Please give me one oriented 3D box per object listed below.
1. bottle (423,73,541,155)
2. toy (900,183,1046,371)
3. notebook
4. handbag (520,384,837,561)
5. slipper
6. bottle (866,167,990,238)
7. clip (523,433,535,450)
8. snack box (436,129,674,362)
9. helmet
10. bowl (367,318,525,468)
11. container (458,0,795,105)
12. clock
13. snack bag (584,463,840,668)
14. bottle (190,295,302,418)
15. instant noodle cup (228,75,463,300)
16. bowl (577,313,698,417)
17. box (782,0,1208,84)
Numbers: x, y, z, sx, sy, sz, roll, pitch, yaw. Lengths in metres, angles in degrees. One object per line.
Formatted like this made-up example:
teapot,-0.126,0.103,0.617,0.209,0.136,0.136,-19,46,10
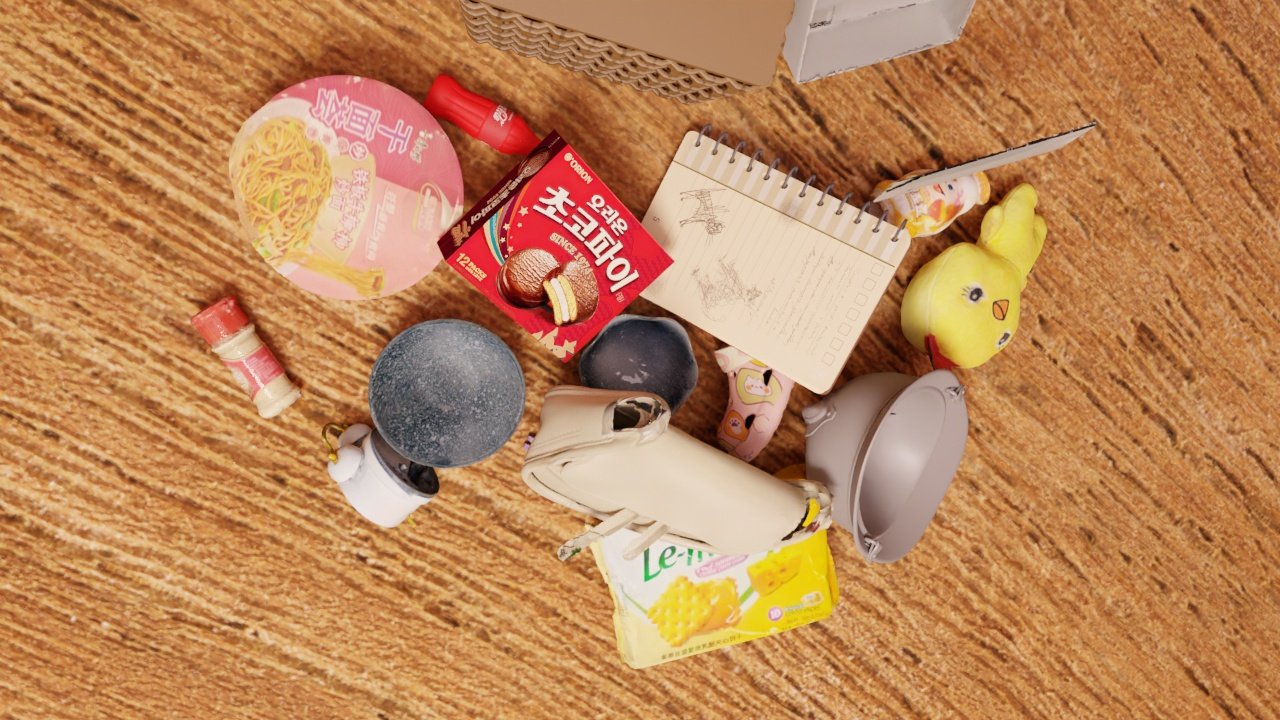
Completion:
bottle,-0.127,-0.204,0.795,0.119,0.036,0.036,27,98,-16
toy,0.324,-0.075,0.882,0.207,0.092,0.134,-47,128,-5
notebook,0.105,-0.094,0.816,0.225,0.024,0.167,30,98,14
handbag,0.021,0.115,0.778,0.229,0.184,0.131,27,65,-25
slipper,0.111,-0.002,0.869,0.081,0.093,0.197,23,97,5
bottle,0.272,-0.150,0.865,0.109,0.063,0.063,-18,106,-5
clip,-0.088,0.086,0.887,0.051,0.013,0.032,29,96,-13
snack box,-0.068,-0.091,0.774,0.133,0.036,0.152,-42,130,6
helmet,0.212,0.082,0.865,0.183,0.118,0.271,-60,146,-6
bowl,-0.174,0.024,0.832,0.137,0.057,0.137,-2,104,-10
container,0.002,-0.345,0.679,0.219,0.214,0.252,13,101,-11
clock,-0.238,0.096,0.827,0.057,0.083,0.117,-42,108,8
snack bag,0.078,0.200,0.915,0.247,0.068,0.160,-12,102,-7
bottle,-0.344,-0.002,0.803,0.044,0.044,0.109,-30,108,-2
instant noodle cup,-0.238,-0.145,0.769,0.178,0.077,0.179,-2,105,-8
bowl,-0.005,0.005,0.858,0.110,0.055,0.110,-2,103,-10
box,0.226,-0.279,0.680,0.167,0.330,0.165,-17,119,-5
